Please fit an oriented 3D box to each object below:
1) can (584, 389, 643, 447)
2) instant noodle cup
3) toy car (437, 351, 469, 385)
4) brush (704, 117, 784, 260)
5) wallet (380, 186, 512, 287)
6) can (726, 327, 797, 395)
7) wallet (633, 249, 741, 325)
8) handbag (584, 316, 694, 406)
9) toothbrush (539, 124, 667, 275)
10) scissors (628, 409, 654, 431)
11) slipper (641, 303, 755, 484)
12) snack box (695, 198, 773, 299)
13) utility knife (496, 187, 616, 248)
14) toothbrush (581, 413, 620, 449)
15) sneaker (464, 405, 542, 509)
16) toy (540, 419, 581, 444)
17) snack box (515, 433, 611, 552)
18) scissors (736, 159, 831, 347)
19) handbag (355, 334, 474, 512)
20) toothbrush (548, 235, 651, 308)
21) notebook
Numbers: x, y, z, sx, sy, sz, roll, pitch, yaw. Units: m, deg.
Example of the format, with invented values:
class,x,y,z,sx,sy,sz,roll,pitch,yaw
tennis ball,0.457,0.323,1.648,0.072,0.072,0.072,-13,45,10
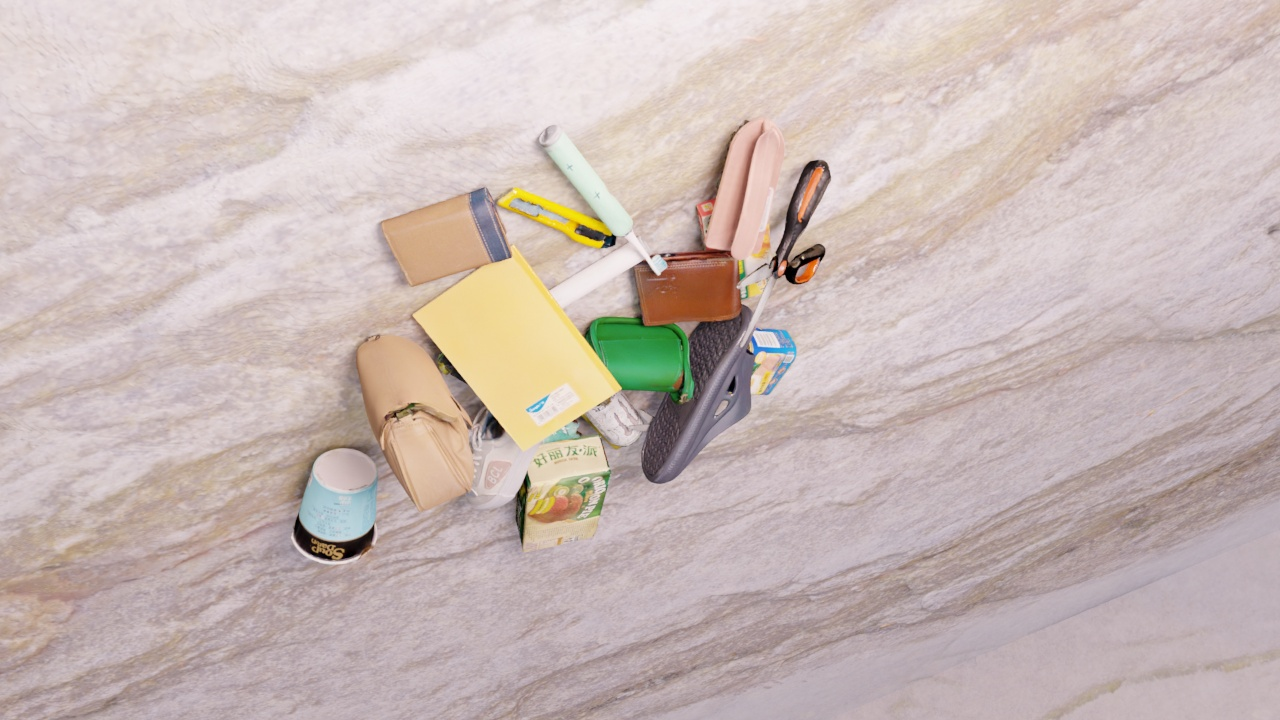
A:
class,x,y,z,sx,sy,sz,roll,pitch,yaw
can,-0.047,0.058,1.208,0.058,0.058,0.147,-27,141,7
instant noodle cup,-0.383,0.180,1.174,0.111,0.111,0.121,3,128,-27
toy car,-0.202,0.005,1.094,0.043,0.036,0.091,-33,144,16
brush,0.114,-0.182,0.965,0.063,0.073,0.146,6,119,-13
wallet,-0.198,-0.125,0.949,0.115,0.033,0.090,-19,139,-1
can,0.150,0.002,1.233,0.083,0.057,0.102,3,136,-30
wallet,0.057,-0.087,1.081,0.124,0.032,0.101,-4,139,8
handbag,-0.007,0.007,1.116,0.131,0.120,0.068,3,134,-17
toothbrush,-0.034,-0.160,0.964,0.027,0.026,0.224,-39,132,4
scissors,0.036,0.088,1.274,0.140,0.012,0.171,-41,147,-23
slipper,0.088,0.048,1.181,0.083,0.110,0.269,17,113,-25
snack box,0.114,-0.132,1.082,0.077,0.027,0.156,-18,141,-2
utility knife,-0.085,-0.149,0.982,0.153,0.015,0.033,17,126,-37
toothbrush,-0.068,0.077,1.252,0.017,0.015,0.190,10,156,32
sneaker,-0.195,0.115,1.179,0.090,0.089,0.243,6,137,-32
toy,-0.122,0.098,1.248,0.091,0.030,0.097,-10,133,-20
snack box,-0.115,0.194,1.305,0.114,0.063,0.241,-10,149,-14
scissors,0.169,-0.120,1.045,0.233,0.022,0.221,-13,124,-59
handbag,-0.246,0.063,1.018,0.099,0.204,0.148,-26,129,-11
toothbrush,-0.087,-0.076,1.058,0.221,0.026,0.026,-30,132,11
notebook,-0.139,-0.010,1.038,0.146,0.010,0.206,-33,106,14
